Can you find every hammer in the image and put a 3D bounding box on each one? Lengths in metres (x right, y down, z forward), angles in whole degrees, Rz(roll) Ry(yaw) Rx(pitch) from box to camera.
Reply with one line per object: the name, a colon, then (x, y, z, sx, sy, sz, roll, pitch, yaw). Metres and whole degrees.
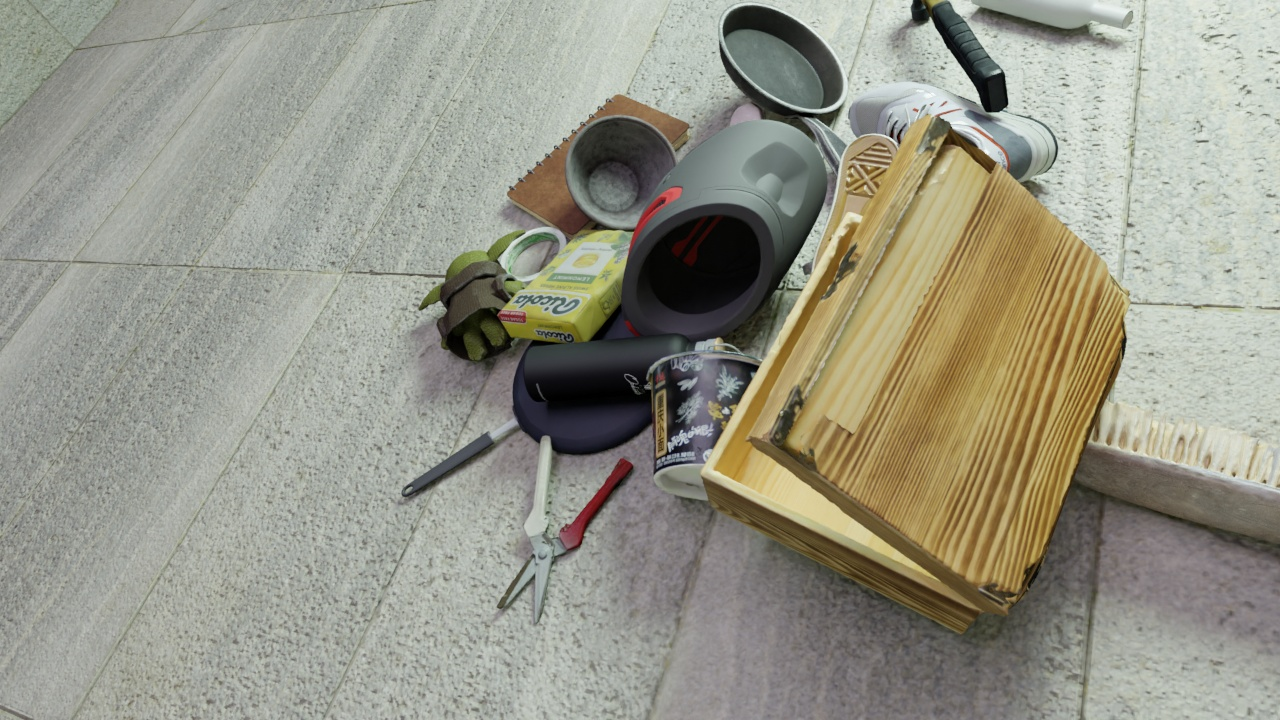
hammer: (0.357, -0.390, 1.063, 0.025, 0.118, 0.332, -18, 41, 13)

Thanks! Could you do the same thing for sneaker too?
sneaker: (0.314, -0.241, 0.994, 0.240, 0.089, 0.124, 23, 36, 33)
sneaker: (0.231, -0.113, 0.966, 0.118, 0.088, 0.240, 8, 80, 16)

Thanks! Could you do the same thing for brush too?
brush: (0.459, 0.095, 0.701, 0.272, 0.083, 0.056, 15, 63, 33)

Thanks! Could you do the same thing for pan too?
pan: (0.203, -0.306, 1.120, 0.187, 0.055, 0.356, -4, 63, -29)
pan: (-0.121, 0.055, 1.035, 0.356, 0.021, 0.198, -32, 52, 1)

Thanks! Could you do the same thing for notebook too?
notebook: (-0.061, -0.270, 1.259, 0.225, 0.024, 0.167, -45, 51, -13)

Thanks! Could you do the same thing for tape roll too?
tape roll: (-0.137, -0.133, 1.194, 0.094, 0.018, 0.093, -13, 51, 16)

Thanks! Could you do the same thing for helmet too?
helmet: (0.088, -0.144, 0.992, 0.265, 0.164, 0.169, -46, 14, 29)

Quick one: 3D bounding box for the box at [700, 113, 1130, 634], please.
box: (0.222, 0.018, 0.680, 0.269, 0.264, 0.278, 25, 70, 19)

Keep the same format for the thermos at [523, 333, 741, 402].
thermos: (-0.006, 0.006, 0.964, 0.232, 0.061, 0.061, -5, 53, 19)

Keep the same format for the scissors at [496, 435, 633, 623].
scissors: (-0.085, 0.160, 0.942, 0.195, 0.015, 0.179, -29, 59, -4)

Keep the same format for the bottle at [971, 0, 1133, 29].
bottle: (0.496, -0.434, 1.109, 0.052, 0.052, 0.195, -43, 50, -11)

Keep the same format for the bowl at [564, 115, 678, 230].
bowl: (-0.028, -0.228, 1.160, 0.145, 0.067, 0.145, 1, 84, -12)

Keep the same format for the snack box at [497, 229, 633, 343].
snack box: (-0.067, -0.093, 1.077, 0.121, 0.045, 0.180, 9, 47, 39)

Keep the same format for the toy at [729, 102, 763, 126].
toy: (0.100, -0.218, 1.106, 0.194, 0.084, 0.159, -37, 60, -3)

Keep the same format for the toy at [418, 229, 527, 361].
toy: (-0.199, -0.070, 1.133, 0.180, 0.078, 0.152, -33, 47, 20)

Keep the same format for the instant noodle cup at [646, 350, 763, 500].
instant noodle cup: (0.069, 0.069, 0.878, 0.137, 0.137, 0.112, -4, 64, 22)
